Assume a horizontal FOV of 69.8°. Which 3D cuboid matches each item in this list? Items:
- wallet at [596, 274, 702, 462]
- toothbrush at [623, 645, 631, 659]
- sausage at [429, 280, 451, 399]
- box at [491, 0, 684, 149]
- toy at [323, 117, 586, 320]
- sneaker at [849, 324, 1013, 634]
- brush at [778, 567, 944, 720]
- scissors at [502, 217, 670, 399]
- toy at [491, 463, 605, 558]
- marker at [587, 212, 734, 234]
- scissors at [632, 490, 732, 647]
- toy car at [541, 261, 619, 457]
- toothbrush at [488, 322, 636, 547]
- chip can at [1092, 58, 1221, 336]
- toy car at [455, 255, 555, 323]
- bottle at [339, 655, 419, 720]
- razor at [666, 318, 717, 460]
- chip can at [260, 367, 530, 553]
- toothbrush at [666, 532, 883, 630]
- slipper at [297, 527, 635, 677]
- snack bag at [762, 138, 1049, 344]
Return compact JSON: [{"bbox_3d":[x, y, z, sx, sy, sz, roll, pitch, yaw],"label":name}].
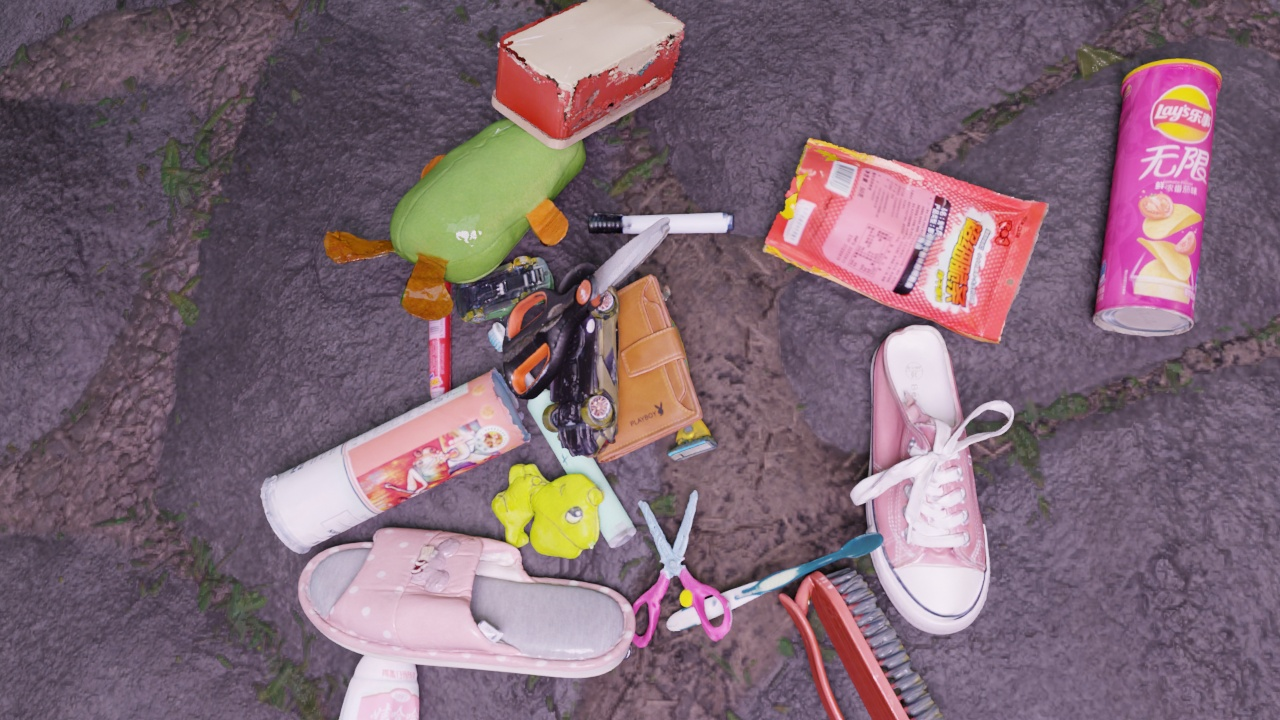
[{"bbox_3d":[-0.005,0.004,0.766,0.119,0.035,0.130,-28,71,28],"label":"wallet"},{"bbox_3d":[-0.094,0.225,0.748,0.181,0.018,0.015,4,82,12],"label":"toothbrush"},{"bbox_3d":[-0.179,-0.028,0.822,0.020,0.020,0.155,-5,75,8],"label":"sausage"},{"bbox_3d":[-0.040,-0.261,0.789,0.091,0.080,0.167,38,52,16],"label":"box"},{"bbox_3d":[-0.139,-0.137,0.793,0.246,0.090,0.227,-44,50,-18],"label":"toy"},{"bbox_3d":[0.217,0.083,0.695,0.118,0.088,0.240,-3,75,8],"label":"sneaker"},{"bbox_3d":[0.160,0.226,0.681,0.069,0.063,0.145,-23,72,-11],"label":"brush"},{"bbox_3d":[-0.051,-0.059,0.711,0.236,0.021,0.136,-55,41,30],"label":"scissors"},{"bbox_3d":[-0.075,0.125,0.751,0.100,0.031,0.097,40,109,23],"label":"toy"},{"bbox_3d":[0.018,-0.123,0.817,0.131,0.018,0.022,0,66,9],"label":"marker"},{"bbox_3d":[0.021,0.171,0.732,0.125,0.017,0.133,-42,56,18],"label":"scissors"},{"bbox_3d":[-0.043,-0.001,0.740,0.070,0.042,0.158,-11,75,52],"label":"toy car"},{"bbox_3d":[-0.071,0.058,0.779,0.027,0.026,0.224,-45,70,35],"label":"toothbrush"},{"bbox_3d":[0.409,-0.128,0.728,0.071,0.071,0.210,11,78,11],"label":"chip can"},{"bbox_3d":[-0.119,-0.060,0.811,0.091,0.036,0.043,-15,72,10],"label":"toy car"},{"bbox_3d":[-0.209,0.307,0.718,0.068,0.068,0.196,2,73,9],"label":"bottle"},{"bbox_3d":[0.031,0.016,0.773,0.043,0.028,0.132,-24,71,30],"label":"razor"},{"bbox_3d":[-0.203,0.083,0.771,0.215,0.071,0.071,-26,73,1],"label":"chip can"},{"bbox_3d":[0.100,0.171,0.702,0.192,0.018,0.016,-29,70,23],"label":"toothbrush"},{"bbox_3d":[-0.139,0.185,0.721,0.274,0.054,0.114,9,34,9],"label":"slipper"},{"bbox_3d":[0.217,-0.104,0.760,0.208,0.073,0.128,21,84,8],"label":"snack bag"}]
